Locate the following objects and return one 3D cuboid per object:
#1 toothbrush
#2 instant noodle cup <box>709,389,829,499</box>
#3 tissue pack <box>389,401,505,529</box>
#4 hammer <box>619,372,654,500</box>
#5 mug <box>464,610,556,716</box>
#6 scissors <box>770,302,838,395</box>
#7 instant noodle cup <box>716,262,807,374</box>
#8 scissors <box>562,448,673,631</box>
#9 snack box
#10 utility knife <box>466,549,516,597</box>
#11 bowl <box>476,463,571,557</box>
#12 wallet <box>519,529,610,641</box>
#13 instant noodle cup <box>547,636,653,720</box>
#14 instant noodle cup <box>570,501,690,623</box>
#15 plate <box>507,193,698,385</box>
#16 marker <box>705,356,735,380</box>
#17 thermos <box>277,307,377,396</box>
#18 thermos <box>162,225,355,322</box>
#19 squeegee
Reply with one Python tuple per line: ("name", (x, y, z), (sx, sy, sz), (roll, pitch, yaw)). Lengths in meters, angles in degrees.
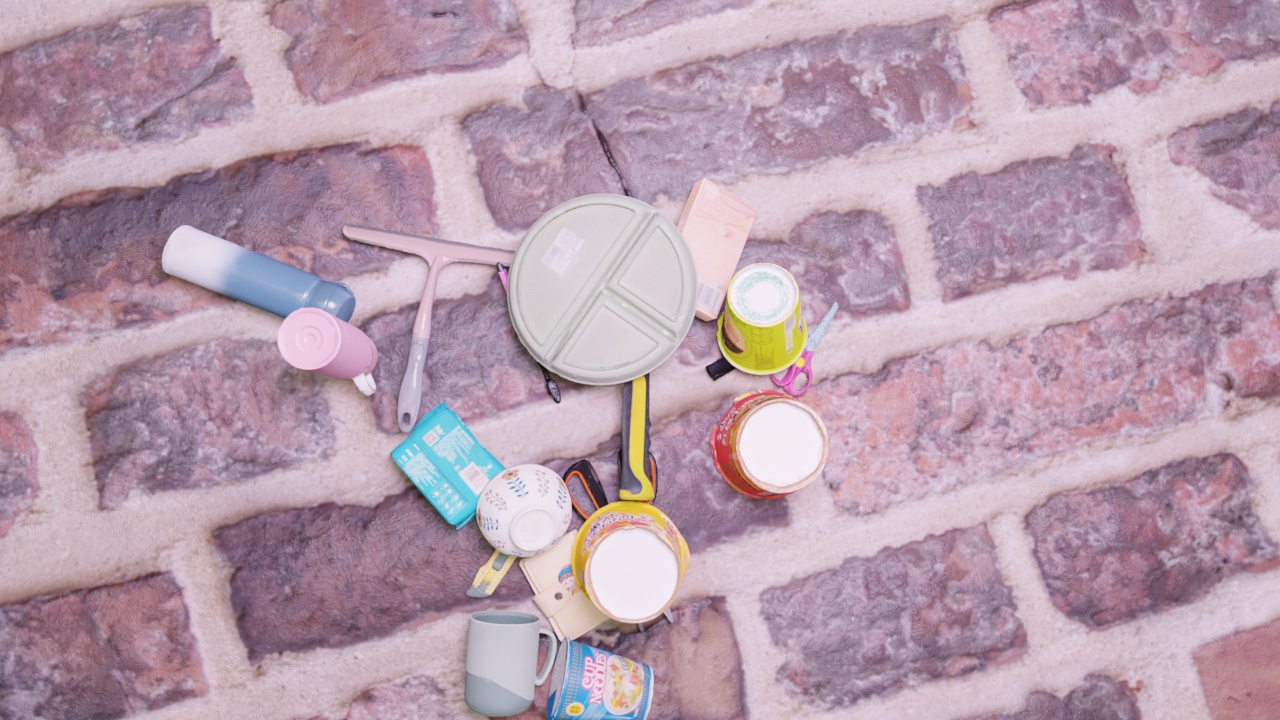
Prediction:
("toothbrush", (-0.137, -0.033, 1.126), (0.014, 0.018, 0.189), (-24, 97, -12))
("instant noodle cup", (0.161, 0.102, 1.100), (0.138, 0.108, 0.138), (0, 86, -3))
("tissue pack", (-0.230, 0.126, 1.107), (0.093, 0.050, 0.133), (-42, 88, -4))
("hammer", (-0.007, 0.006, 1.114), (0.126, 0.032, 0.323), (4, 82, -16))
("mug", (-0.152, 0.356, 1.086), (0.111, 0.082, 0.106), (7, 84, -34))
("scissors", (0.214, -0.019, 1.158), (0.056, 0.017, 0.133), (32, 81, 8))
("instant noodle cup", (0.144, -0.056, 1.089), (0.112, 0.123, 0.111), (-2, 69, 6))
("scissors", (-0.026, 0.217, 1.128), (0.190, 0.021, 0.229), (12, 88, 2))
("snack box", (0.080, -0.136, 1.130), (0.084, 0.026, 0.157), (27, 74, -20))
("utility knife", (-0.158, 0.221, 1.125), (0.031, 0.018, 0.166), (33, 80, -6))
("bowl", (-0.131, 0.185, 1.076), (0.113, 0.062, 0.113), (-7, 111, -19))
("wallet", (-0.089, 0.277, 1.118), (0.087, 0.024, 0.115), (-30, 89, -3))
("instant noodle cup", (-0.046, 0.385, 1.082), (0.110, 0.099, 0.099), (13, 85, -10))
("instant noodle cup", (-0.011, 0.236, 1.059), (0.138, 0.110, 0.138), (0, 87, -4))
("plate", (-0.047, -0.086, 1.079), (0.230, 0.027, 0.230), (0, 86, 4))
("marker", (0.144, -0.014, 1.152), (0.132, 0.020, 0.022), (-27, 102, -4))
("thermos", (-0.342, -0.005, 1.037), (0.067, 0.199, 0.087), (-27, 86, -7))
("thermos", (-0.456, -0.095, 1.107), (0.220, 0.070, 0.070), (21, 85, -2))
("squeegee", (-0.262, -0.037, 1.108), (0.247, 0.040, 0.249), (9, 78, -3))
